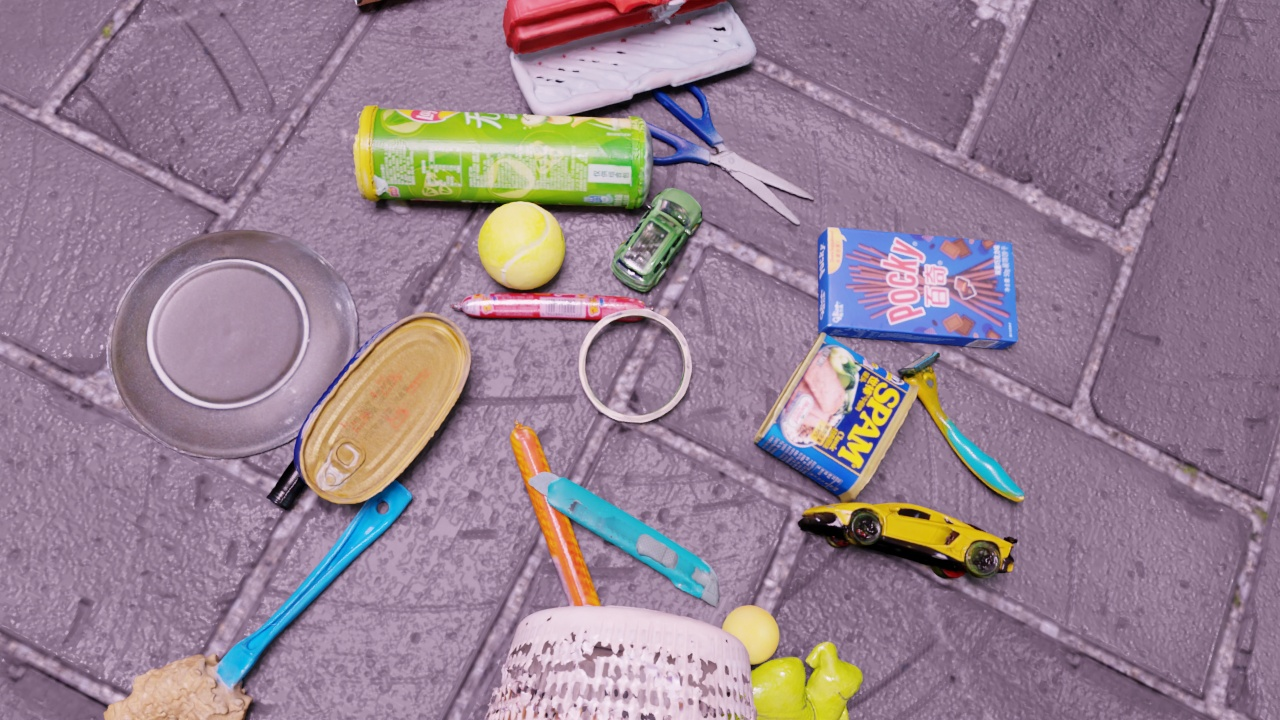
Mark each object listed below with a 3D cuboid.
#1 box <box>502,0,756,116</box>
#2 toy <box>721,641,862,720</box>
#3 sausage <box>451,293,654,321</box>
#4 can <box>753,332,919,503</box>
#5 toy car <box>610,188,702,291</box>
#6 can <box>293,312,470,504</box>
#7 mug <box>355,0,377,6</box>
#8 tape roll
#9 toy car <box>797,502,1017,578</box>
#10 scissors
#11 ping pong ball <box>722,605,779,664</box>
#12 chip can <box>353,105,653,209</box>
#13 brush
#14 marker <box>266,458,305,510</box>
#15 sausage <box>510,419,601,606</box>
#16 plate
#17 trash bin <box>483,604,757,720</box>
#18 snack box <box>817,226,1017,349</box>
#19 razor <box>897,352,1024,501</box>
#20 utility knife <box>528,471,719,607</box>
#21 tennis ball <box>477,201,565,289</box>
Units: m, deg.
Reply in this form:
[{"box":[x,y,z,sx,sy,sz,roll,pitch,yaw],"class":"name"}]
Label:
[{"box":[-0.004,-0.259,0.745,0.201,0.095,0.098,-19,94,-12],"class":"box"},{"box":[0.102,0.237,0.636,0.100,0.031,0.097,14,99,-19],"class":"toy"},{"box":[-0.067,-0.042,0.706,0.156,0.020,0.020,1,75,-6],"class":"sausage"},{"box":[0.145,0.042,0.688,0.083,0.057,0.102,32,74,5],"class":"can"},{"box":[0.014,-0.098,0.723,0.043,0.036,0.091,33,70,5],"class":"toy car"},{"box":[-0.182,0.032,0.646,0.074,0.049,0.148,41,71,-21],"class":"can"},{"box":[-0.180,-0.339,0.750,0.122,0.078,0.078,-14,77,-15],"class":"mug"},{"box":[-0.004,0.004,0.694,0.086,0.014,0.085,0,88,-6],"class":"tape roll"},{"box":[0.192,0.126,0.661,0.156,0.071,0.041,14,75,-1],"class":"toy car"},{"box":[0.069,-0.178,0.763,0.171,0.012,0.141,3,75,-6],"class":"scissors"},{"box":[0.077,0.193,0.647,0.040,0.040,0.040,2,75,-6],"class":"ping pong ball"},{"box":[-0.101,-0.155,0.707,0.221,0.073,0.072,1,75,-6],"class":"chip can"},{"box":[-0.251,0.181,0.621,0.083,0.046,0.254,38,71,9],"class":"brush"},{"box":[-0.224,0.048,0.665,0.020,0.022,0.131,41,72,-30],"class":"marker"},{"box":[-0.061,0.118,0.663,0.021,0.021,0.165,-20,78,-11],"class":"sausage"},{"box":[-0.300,-0.018,0.674,0.179,0.024,0.179,2,74,-6],"class":"plate"},{"box":[-0.015,0.258,0.545,0.227,0.228,0.191,9,61,-4],"class":"trash bin"},{"box":[0.222,-0.058,0.738,0.157,0.026,0.084,4,75,-5],"class":"snack box"},{"box":[0.249,0.055,0.709,0.043,0.028,0.132,-23,74,-43],"class":"razor"},{"box":[-0.009,0.126,0.660,0.164,0.013,0.029,32,60,-6],"class":"utility knife"},{"box":[-0.089,-0.086,0.692,0.065,0.065,0.065,2,75,-6],"class":"tennis ball"}]
